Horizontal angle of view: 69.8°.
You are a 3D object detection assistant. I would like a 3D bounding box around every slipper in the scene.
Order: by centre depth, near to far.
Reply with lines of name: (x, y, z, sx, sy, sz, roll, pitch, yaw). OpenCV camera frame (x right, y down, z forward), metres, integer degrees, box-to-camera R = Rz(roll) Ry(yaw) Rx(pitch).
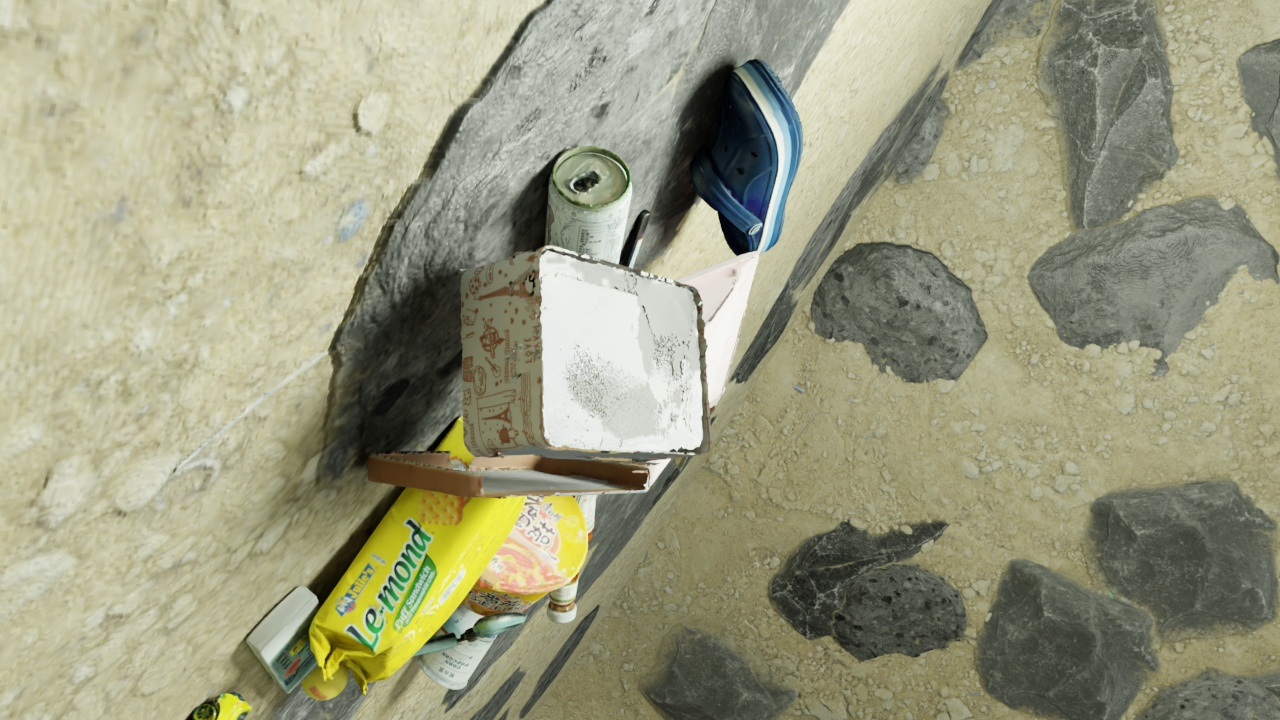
slipper: (0.090, -0.184, 0.889, 0.095, 0.105, 0.253, -25, 156, -9)

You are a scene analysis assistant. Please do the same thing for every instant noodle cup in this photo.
instant noodle cup: (-0.137, 0.197, 0.951, 0.137, 0.138, 0.110, -44, 173, -43)

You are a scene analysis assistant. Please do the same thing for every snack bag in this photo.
snack bag: (-0.180, 0.169, 0.790, 0.246, 0.068, 0.158, -56, 169, -22)

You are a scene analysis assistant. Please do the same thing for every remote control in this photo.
remote control: (-0.274, 0.223, 0.727, 0.056, 0.019, 0.135, -48, 166, -32)

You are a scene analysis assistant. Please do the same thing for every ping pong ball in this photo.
ping pong ball: (-0.279, 0.279, 0.811, 0.040, 0.040, 0.040, -52, 168, -16)

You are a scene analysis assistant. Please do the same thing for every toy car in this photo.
toy car: (-0.329, 0.291, 0.669, 0.105, 0.032, 0.048, -48, 167, -23)

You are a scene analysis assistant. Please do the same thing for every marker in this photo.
marker: (-0.014, -0.094, 0.900, 0.018, 0.015, 0.124, -43, 161, -52)

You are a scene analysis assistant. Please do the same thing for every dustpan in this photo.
dustpan: (-0.006, 0.005, 0.946, 0.272, 0.139, 0.223, -50, 158, -45)

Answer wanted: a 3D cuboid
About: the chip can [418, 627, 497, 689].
chip can: (-0.194, 0.307, 1.160, 0.215, 0.071, 0.071, -57, 168, 4)

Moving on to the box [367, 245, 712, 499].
box: (-0.075, 0.025, 0.669, 0.182, 0.194, 0.157, 10, 75, -50)

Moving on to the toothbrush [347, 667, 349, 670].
toothbrush: (-0.237, 0.255, 0.947, 0.027, 0.026, 0.220, -47, 172, 23)

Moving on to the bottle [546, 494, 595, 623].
bottle: (-0.084, 0.200, 1.032, 0.059, 0.060, 0.206, -34, 132, -61)

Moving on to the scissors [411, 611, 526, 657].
scissors: (-0.196, 0.282, 0.925, 0.178, 0.019, 0.171, -11, 164, -20)

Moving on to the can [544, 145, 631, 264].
can: (-0.042, -0.090, 0.685, 0.058, 0.058, 0.147, -49, 167, -28)

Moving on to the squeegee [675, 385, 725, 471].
squeegee: (0.074, -0.010, 1.263, 0.247, 0.039, 0.246, 110, -11, -58)

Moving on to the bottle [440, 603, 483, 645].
bottle: (-0.157, 0.248, 1.073, 0.189, 0.068, 0.068, -40, 164, -16)
